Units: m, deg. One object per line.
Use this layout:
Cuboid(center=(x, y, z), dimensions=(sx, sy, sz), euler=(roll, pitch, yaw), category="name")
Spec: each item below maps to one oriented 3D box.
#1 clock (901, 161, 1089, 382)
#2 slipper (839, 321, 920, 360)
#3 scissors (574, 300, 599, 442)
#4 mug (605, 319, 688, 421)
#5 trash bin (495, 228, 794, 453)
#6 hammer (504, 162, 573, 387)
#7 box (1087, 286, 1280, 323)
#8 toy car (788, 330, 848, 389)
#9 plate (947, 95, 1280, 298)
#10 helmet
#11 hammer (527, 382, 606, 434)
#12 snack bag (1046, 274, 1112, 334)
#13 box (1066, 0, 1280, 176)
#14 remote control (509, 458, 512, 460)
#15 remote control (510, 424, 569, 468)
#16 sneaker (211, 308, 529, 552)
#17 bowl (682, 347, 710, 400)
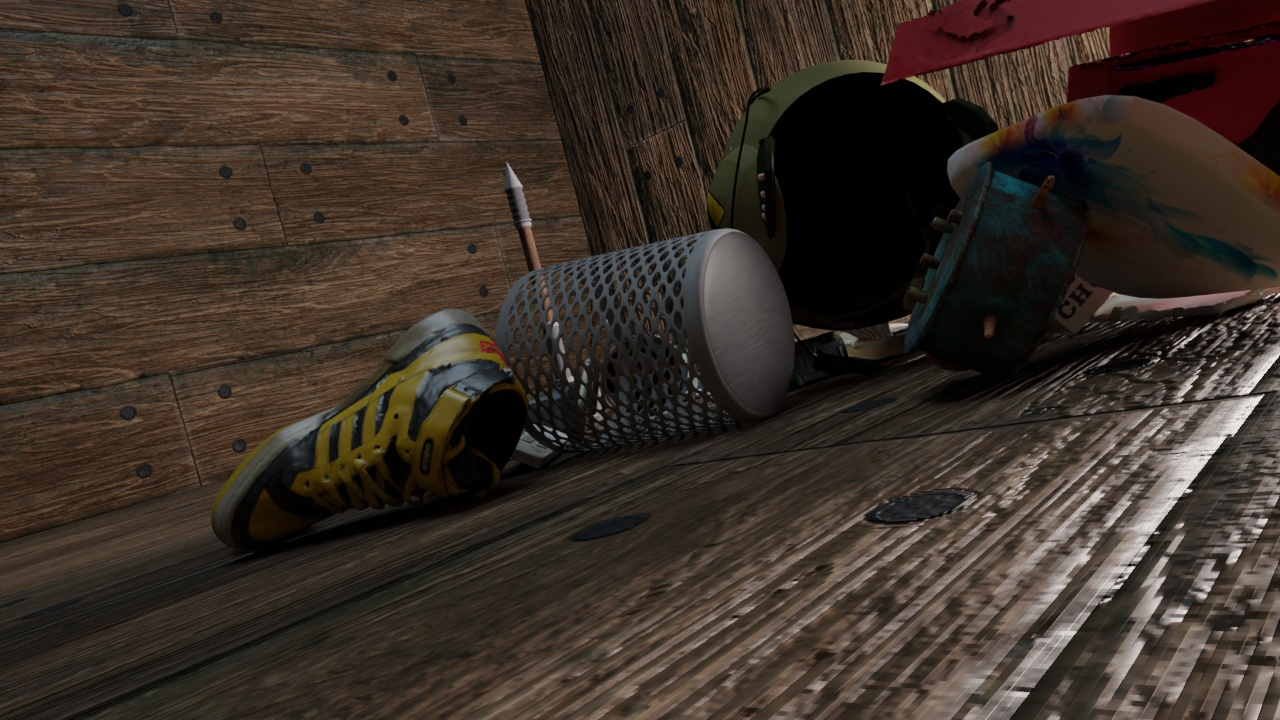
Cuboid(center=(0.204, -0.051, 0.562), dimensions=(0.073, 0.121, 0.157), euler=(22, -3, 9), category="clock")
Cuboid(center=(0.261, -0.035, 0.956), dimensions=(0.115, 0.052, 0.263), euler=(-14, 1, -6), category="slipper")
Cuboid(center=(-0.047, 0.005, 0.868), dimensions=(0.012, 0.170, 0.158), euler=(6, -25, 2), category="scissors")
Cuboid(center=(-0.005, 0.005, 0.914), dimensions=(0.084, 0.113, 0.070), euler=(-31, 1, -5), category="mug")
Cuboid(center=(0.008, -0.014, 0.714), dimensions=(0.184, 0.156, 0.156), euler=(-11, 3, 36), category="trash bin")
Cuboid(center=(-0.119, -0.079, 1.103), dimensions=(0.043, 0.322, 0.156), euler=(-14, 1, 8), category="hammer")
Cuboid(center=(0.401, -0.074, 0.680), dimensions=(0.122, 0.078, 0.197), euler=(-34, 1, -4), category="box")
Cuboid(center=(0.154, 0.000, 0.852), dimensions=(0.091, 0.042, 0.036), euler=(-15, -6, -36), category="toy car")
Cuboid(center=(0.290, -0.085, 0.549), dimensions=(0.187, 0.016, 0.187), euler=(28, -8, -12), category="plate")
Cuboid(center=(0.180, -0.128, 0.798), dimensions=(0.250, 0.256, 0.233), euler=(-13, 7, -3), category="helmet")
Cuboid(center=(-0.198, 0.089, 0.994), dimensions=(0.323, 0.051, 0.117), euler=(-17, 0, 20), category="hammer")
Cuboid(center=(0.335, -0.082, 0.781), dimensions=(0.094, 0.070, 0.206), euler=(-50, -1, 5), category="snack bag")
Cuboid(center=(0.338, -0.244, 0.537), dimensions=(0.123, 0.378, 0.212), euler=(-26, 17, -23), category="box")
Cuboid(center=(-0.175, 0.102, 0.910), dimensions=(0.147, 0.008, 0.045), euler=(-14, 1, 29), category="remote control")
Cuboid(center=(-0.095, 0.069, 0.791), dimensions=(0.050, 0.011, 0.135), euler=(21, 4, 4), category="remote control")
Cuboid(center=(-0.180, 0.074, 0.644), dimensions=(0.238, 0.086, 0.122), euler=(-43, 48, -9), category="sneaker")
Cuboid(center=(0.100, 0.000, 1.110), dimensions=(0.189, 0.060, 0.218), euler=(-14, 2, 37), category="bowl")
